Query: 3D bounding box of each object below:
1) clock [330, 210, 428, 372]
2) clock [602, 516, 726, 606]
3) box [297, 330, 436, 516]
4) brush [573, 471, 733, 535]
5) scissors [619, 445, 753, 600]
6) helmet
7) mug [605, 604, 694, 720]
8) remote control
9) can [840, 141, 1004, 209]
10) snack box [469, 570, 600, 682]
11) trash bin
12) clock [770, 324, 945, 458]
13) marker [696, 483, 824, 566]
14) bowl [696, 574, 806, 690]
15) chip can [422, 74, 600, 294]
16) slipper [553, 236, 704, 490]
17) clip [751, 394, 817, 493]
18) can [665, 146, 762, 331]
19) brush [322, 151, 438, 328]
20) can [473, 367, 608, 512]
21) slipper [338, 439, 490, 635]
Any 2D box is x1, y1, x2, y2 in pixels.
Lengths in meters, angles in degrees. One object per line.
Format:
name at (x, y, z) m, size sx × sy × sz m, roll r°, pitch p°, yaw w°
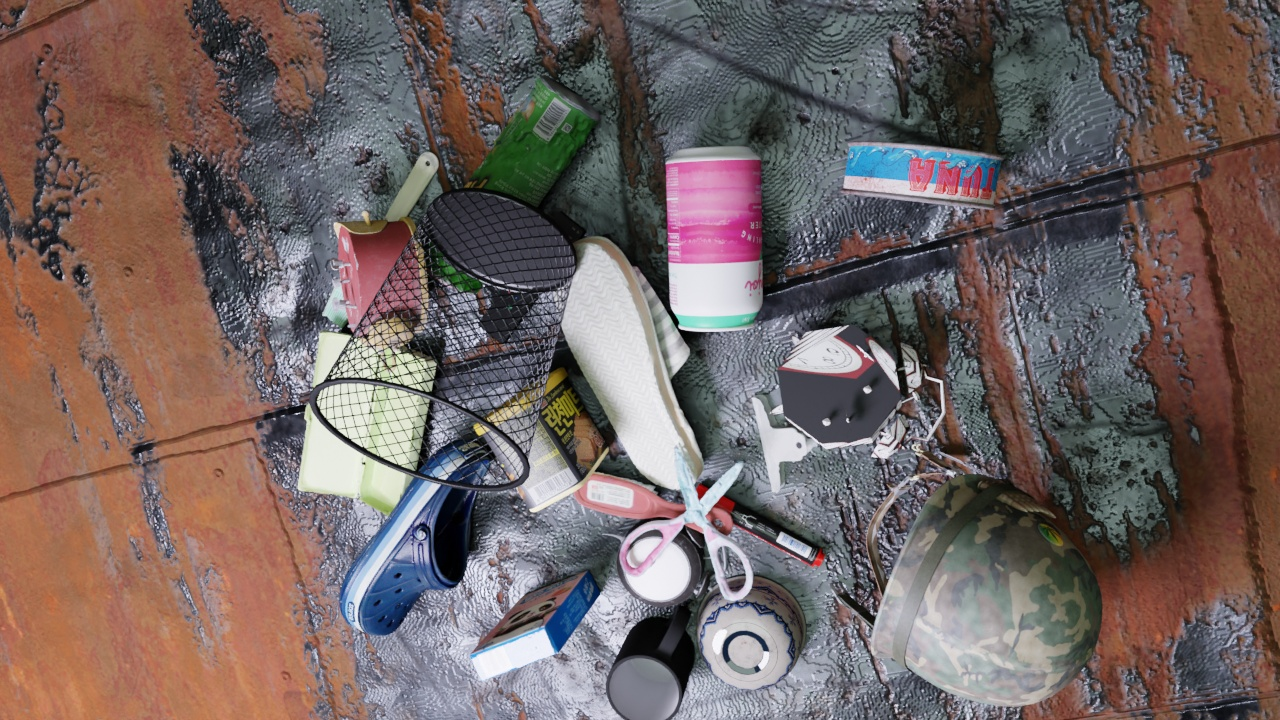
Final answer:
clock at (-0.265, -0.066, 0.915) m, size 0.081 × 0.117 × 0.159 m, roll -8°, pitch 93°, yaw -26°
clock at (0.026, 0.210, 0.955) m, size 0.123 × 0.043 × 0.091 m, roll -6°, pitch 99°, yaw 13°
box at (-0.296, 0.069, 1.000) m, size 0.140 × 0.048 × 0.188 m, roll 13°, pitch 103°, yaw 6°
brush at (0.014, 0.146, 0.944) m, size 0.172 × 0.030 × 0.041 m, roll 12°, pitch 107°, yaw 17°
scissors at (0.062, 0.171, 0.907) m, size 0.168 × 0.014 × 0.171 m, roll 39°, pitch 107°, yaw -1°
helmet at (0.286, 0.196, 0.822) m, size 0.236 × 0.223 × 0.193 m, roll 24°, pitch 111°, yaw 33°
mug at (0.020, 0.307, 0.951) m, size 0.078 × 0.087 × 0.114 m, roll 29°, pitch 105°, yaw 6°
remote control at (-0.113, -0.084, 0.947) m, size 0.034 × 0.013 × 0.150 m, roll 39°, pitch 106°, yaw 3°
can at (0.242, -0.160, 0.795) m, size 0.130 × 0.129 × 0.044 m, roll 9°, pitch 102°, yaw 11°
snack box at (-0.103, 0.268, 0.937) m, size 0.088 × 0.154 × 0.033 m, roll -24°, pitch 91°, yaw 14°
trash bin at (-0.153, -0.023, 0.791) m, size 0.184 × 0.184 × 0.209 m, roll 11°, pitch 60°, yaw 10°
clock at (0.204, 0.029, 0.851) m, size 0.155 × 0.065 × 0.114 m, roll 14°, pitch 83°, yaw 19°
marker at (0.119, 0.170, 0.937) m, size 0.145 × 0.023 × 0.021 m, roll 28°, pitch 128°, yaw 6°
bowl at (0.111, 0.286, 0.942) m, size 0.115 × 0.059 × 0.115 m, roll 2°, pitch 101°, yaw 12°
chip can at (-0.130, -0.172, 0.905) m, size 0.075 × 0.075 × 0.223 m, roll 39°, pitch 105°, yaw 3°
slipper at (-0.005, 0.005, 0.905) m, size 0.115 × 0.053 × 0.273 m, roll -7°, pitch 112°, yaw 37°
clip at (0.148, 0.081, 0.919) m, size 0.054 × 0.040 × 0.101 m, roll -8°, pitch 100°, yaw 32°
can at (0.070, -0.114, 0.863) m, size 0.088 × 0.088 × 0.166 m, roll 0°, pitch 100°, yaw 12°
brush at (-0.276, -0.128, 0.977) m, size 0.033 × 0.012 × 0.218 m, roll 37°, pitch 104°, yaw 4°
can at (-0.093, 0.077, 0.913) m, size 0.073 × 0.130 × 0.101 m, roll -30°, pitch 95°, yaw 15°
slipper at (-0.230, 0.202, 0.977) m, size 0.095 × 0.105 × 0.253 m, roll 34°, pitch 103°, yaw 12°
